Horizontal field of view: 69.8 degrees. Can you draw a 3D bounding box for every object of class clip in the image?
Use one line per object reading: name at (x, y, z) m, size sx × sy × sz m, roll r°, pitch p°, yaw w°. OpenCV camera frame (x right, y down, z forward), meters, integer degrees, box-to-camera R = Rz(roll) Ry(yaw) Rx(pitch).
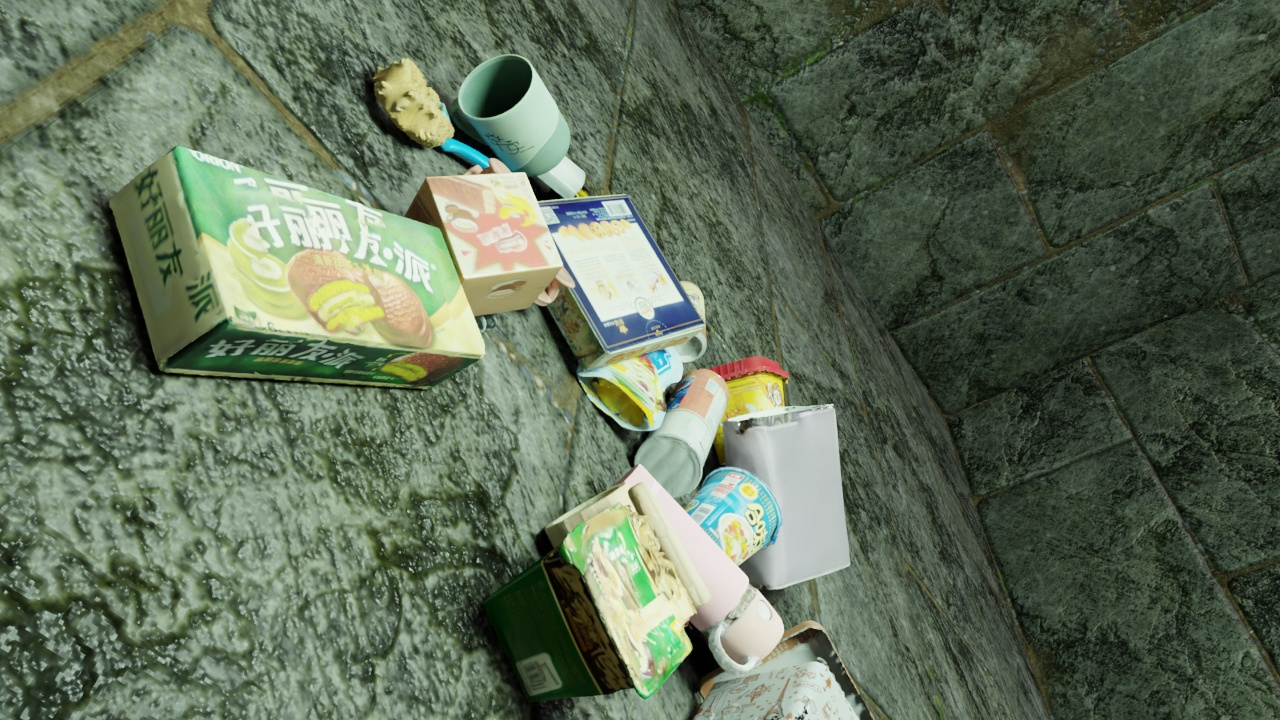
clip at (-0.147, -0.050, 0.802) m, size 0.056 × 0.024 × 0.027 m, roll 67°, pitch 25°, yaw -4°

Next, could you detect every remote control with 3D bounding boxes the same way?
remote control at (-0.122, -0.236, 1.038) m, size 0.135 × 0.019 × 0.056 m, roll 38°, pitch 34°, yaw -16°

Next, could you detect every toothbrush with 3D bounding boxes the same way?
toothbrush at (0.042, 0.245, 0.873) m, size 0.212 × 0.026 × 0.027 m, roll 60°, pitch -13°, yaw -2°

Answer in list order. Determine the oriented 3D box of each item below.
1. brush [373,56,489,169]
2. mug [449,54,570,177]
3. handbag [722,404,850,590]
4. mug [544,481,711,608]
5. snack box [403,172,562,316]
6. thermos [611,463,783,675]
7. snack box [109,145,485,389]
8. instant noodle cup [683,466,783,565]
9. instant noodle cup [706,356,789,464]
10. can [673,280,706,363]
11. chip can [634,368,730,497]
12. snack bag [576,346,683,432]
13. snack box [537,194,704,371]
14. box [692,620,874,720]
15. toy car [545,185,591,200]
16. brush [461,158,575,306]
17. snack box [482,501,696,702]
brush at (-0.173, -0.210, 0.910) m, size 0.254 × 0.046 × 0.083 m, roll 37°, pitch 22°, yaw -56°
mug at (-0.139, -0.248, 0.951) m, size 0.106 × 0.112 × 0.082 m, roll 51°, pitch 44°, yaw -59°
handbag at (0.165, 0.157, 1.077) m, size 0.144 × 0.099 × 0.197 m, roll -5°, pitch 89°, yaw -46°
mug at (-0.009, 0.156, 0.733) m, size 0.084 × 0.125 × 0.103 m, roll -27°, pitch 87°, yaw -40°
snack box at (-0.133, -0.095, 0.762) m, size 0.092 × 0.077 × 0.094 m, roll -12°, pitch 72°, yaw -36°
thermos at (0.039, 0.190, 0.816) m, size 0.198 × 0.067 × 0.087 m, roll 48°, pitch 34°, yaw 1°
snack box at (-0.207, -0.047, 0.601) m, size 0.239 × 0.063 × 0.114 m, roll 10°, pitch 54°, yaw -64°
instant noodle cup at (0.075, 0.174, 0.925) m, size 0.109 × 0.099 × 0.099 m, roll -29°, pitch 91°, yaw -50°
instant noodle cup at (0.137, 0.070, 1.197) m, size 0.116 × 0.116 × 0.123 m, roll 16°, pitch 61°, yaw -62°
can at (0.057, -0.052, 1.216) m, size 0.058 × 0.059 × 0.116 m, roll 49°, pitch 25°, yaw -30°
chip can at (0.053, 0.075, 1.036) m, size 0.071 × 0.071 × 0.214 m, roll 58°, pitch 22°, yaw -9°
snack bag at (-0.006, 0.006, 1.016) m, size 0.110 × 0.039 × 0.190 m, roll 32°, pitch 27°, yaw -2°
snack box at (-0.035, -0.090, 0.985) m, size 0.177 × 0.046 × 0.182 m, roll -17°, pitch 74°, yaw -51°
box at (0.147, 0.349, 0.822) m, size 0.181 × 0.149 × 0.157 m, roll 59°, pitch 37°, yaw -7°
toy car at (-0.067, -0.145, 1.075) m, size 0.071 × 0.041 × 0.155 m, roll 29°, pitch 40°, yaw -54°
brush at (-0.123, -0.114, 0.864) m, size 0.145 × 0.073 × 0.063 m, roll 57°, pitch 21°, yaw -17°
snack box at (-0.041, 0.179, 0.650) m, size 0.118 × 0.106 × 0.117 m, roll 63°, pitch 25°, yaw 6°
